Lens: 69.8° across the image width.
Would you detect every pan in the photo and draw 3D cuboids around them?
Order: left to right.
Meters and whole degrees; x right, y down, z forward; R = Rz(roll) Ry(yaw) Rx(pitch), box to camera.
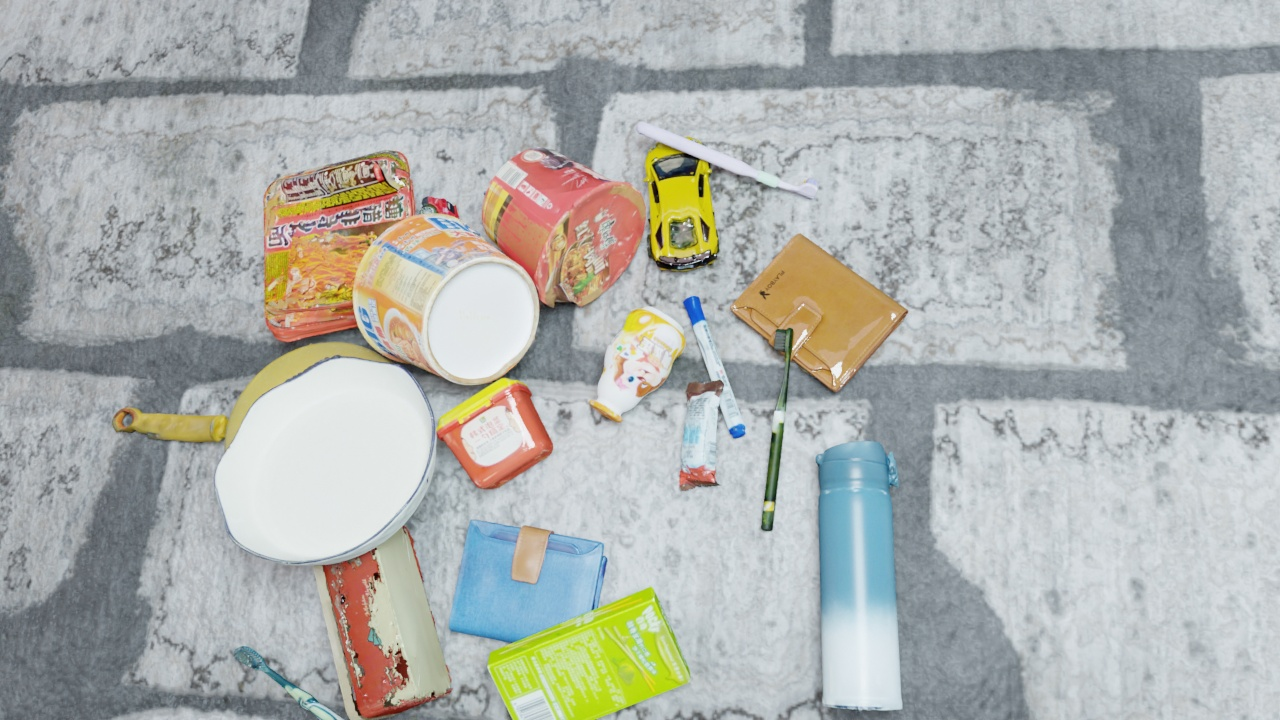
[{"bbox_3d":[-0.384,0.073,0.925,0.357,0.078,0.197,7,71,6],"label":"pan"}]

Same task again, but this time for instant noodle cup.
[{"bbox_3d":[-0.300,-0.111,0.945,0.164,0.079,0.188,-11,70,8],"label":"instant noodle cup"},{"bbox_3d":[-0.172,-0.051,0.849,0.111,0.151,0.151,27,78,45],"label":"instant noodle cup"},{"bbox_3d":[-0.079,-0.136,0.888,0.108,0.138,0.138,40,83,27],"label":"instant noodle cup"}]

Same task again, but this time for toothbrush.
[{"bbox_3d":[-0.306,0.318,0.847,0.192,0.018,0.016,29,80,18],"label":"toothbrush"},{"bbox_3d":[0.085,-0.200,0.906,0.189,0.029,0.021,21,94,2],"label":"toothbrush"},{"bbox_3d":[0.122,0.061,0.834,0.017,0.012,0.185,4,83,24],"label":"toothbrush"}]

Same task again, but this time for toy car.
[{"bbox_3d":[-0.205,-0.111,0.942,0.045,0.053,0.120,-1,67,-14],"label":"toy car"},{"bbox_3d":[0.039,-0.160,0.918,0.071,0.041,0.155,-6,70,7],"label":"toy car"}]

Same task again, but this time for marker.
[{"bbox_3d":[0.071,0.005,0.874,0.017,0.017,0.145,-20,71,4],"label":"marker"}]

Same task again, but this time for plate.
[{"bbox_3d":[-0.274,0.091,0.820,0.205,0.046,0.204,-7,54,9],"label":"plate"}]

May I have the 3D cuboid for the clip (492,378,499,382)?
[{"bbox_3d":[-0.161,0.007,0.919,0.056,0.014,0.041,9,75,12],"label":"clip"}]

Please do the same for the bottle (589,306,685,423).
[{"bbox_3d":[-0.005,0.005,0.864,0.063,0.063,0.108,30,81,17],"label":"bottle"}]

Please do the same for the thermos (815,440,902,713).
[{"bbox_3d":[0.184,0.178,0.773,0.070,0.070,0.220,-1,73,10],"label":"thermos"}]

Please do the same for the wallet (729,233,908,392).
[{"bbox_3d":[0.166,-0.046,0.865,0.132,0.031,0.107,41,83,21],"label":"wallet"}]

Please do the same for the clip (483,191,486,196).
[{"bbox_3d":[-0.136,-0.170,0.965,0.057,0.024,0.028,-2,76,3],"label":"clip"}]

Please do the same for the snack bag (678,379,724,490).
[{"bbox_3d":[0.055,0.068,0.850,0.045,0.026,0.105,-10,69,45],"label":"snack bag"}]

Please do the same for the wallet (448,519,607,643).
[{"bbox_3d":[-0.102,0.205,0.835,0.133,0.040,0.106,8,79,12],"label":"wallet"}]

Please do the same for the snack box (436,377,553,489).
[{"bbox_3d":[-0.134,0.071,0.860,0.091,0.082,0.080,-32,80,1],"label":"snack box"}]

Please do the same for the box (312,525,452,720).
[{"bbox_3d":[-0.226,0.226,0.822,0.079,0.091,0.168,-24,70,6],"label":"box"}]

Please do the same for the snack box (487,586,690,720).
[{"bbox_3d":[-0.044,0.264,0.791,0.156,0.026,0.086,-23,101,3],"label":"snack box"}]
